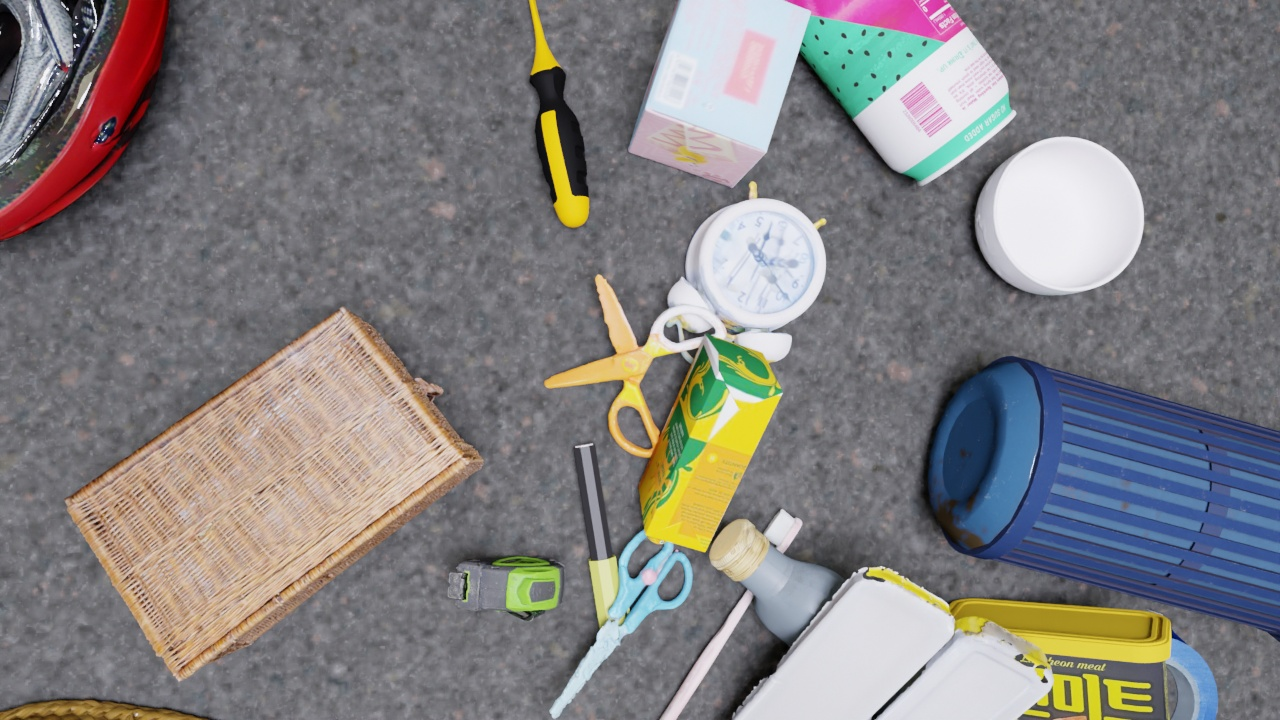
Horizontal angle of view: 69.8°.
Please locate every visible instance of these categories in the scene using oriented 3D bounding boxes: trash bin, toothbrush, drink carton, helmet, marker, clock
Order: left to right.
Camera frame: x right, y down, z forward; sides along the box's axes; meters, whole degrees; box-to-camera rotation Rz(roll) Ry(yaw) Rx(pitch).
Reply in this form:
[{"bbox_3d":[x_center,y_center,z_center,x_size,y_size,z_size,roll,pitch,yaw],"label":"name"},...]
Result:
[{"bbox_3d":[-0.370,-0.183,0.491,0.217,0.167,0.272,16,86,-6],"label":"helmet"},{"bbox_3d":[-0.060,-0.182,0.600,0.031,0.031,0.196,-13,85,17],"label":"toothbrush"},{"bbox_3d":[-0.025,0.116,0.596,0.021,0.017,0.124,-9,89,-8],"label":"marker"},{"bbox_3d":[0.038,0.053,0.564,0.041,0.058,0.123,19,111,-12],"label":"drink carton"},{"bbox_3d":[0.052,0.178,0.605,0.018,0.016,0.181,33,84,2],"label":"toothbrush"},{"bbox_3d":[0.069,-0.048,0.599,0.089,0.052,0.125,25,88,-5],"label":"clock"},{"bbox_3d":[0.322,0.087,0.581,0.249,0.139,0.139,15,86,-5],"label":"trash bin"}]

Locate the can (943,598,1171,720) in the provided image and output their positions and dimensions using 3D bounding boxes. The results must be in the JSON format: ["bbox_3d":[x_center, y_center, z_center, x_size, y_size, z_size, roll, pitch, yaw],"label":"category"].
[{"bbox_3d":[0.260,0.212,0.575,0.131,0.072,0.101,-4,90,31],"label":"can"}]

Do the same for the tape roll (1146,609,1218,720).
[{"bbox_3d":[0.352,0.235,0.638,0.093,0.016,0.091,-38,93,-7],"label":"tape roll"}]

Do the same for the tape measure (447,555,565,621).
[{"bbox_3d":[-0.077,0.141,0.566,0.059,0.065,0.036,2,84,17],"label":"tape measure"}]

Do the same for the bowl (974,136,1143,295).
[{"bbox_3d":[0.278,-0.094,0.624,0.105,0.054,0.105,0,86,-6],"label":"bowl"}]

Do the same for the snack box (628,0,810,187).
[{"bbox_3d":[0.047,-0.173,0.578,0.079,0.095,0.093,18,85,-7],"label":"snack box"}]

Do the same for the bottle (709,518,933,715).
[{"bbox_3d":[0.112,0.160,0.574,0.161,0.072,0.046,40,65,-11],"label":"bottle"}]

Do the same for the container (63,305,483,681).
[{"bbox_3d":[-0.199,0.072,0.529,0.198,0.114,0.112,-36,88,-9],"label":"container"}]

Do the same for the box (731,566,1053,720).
[{"bbox_3d":[0.133,0.215,0.552,0.127,0.023,0.210,27,123,-5],"label":"box"}]

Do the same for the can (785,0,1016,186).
[{"bbox_3d":[0.161,-0.202,0.596,0.088,0.088,0.166,-39,93,-7],"label":"can"}]

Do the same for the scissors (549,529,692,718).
[{"bbox_3d":[-0.014,0.167,0.580,0.056,0.015,0.136,48,67,-17],"label":"scissors"}]

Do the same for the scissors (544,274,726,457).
[{"bbox_3d":[-0.002,0.003,0.588,0.128,0.011,0.125,-18,102,14],"label":"scissors"}]

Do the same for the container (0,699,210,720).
[{"bbox_3d":[-0.312,0.352,0.465,0.307,0.196,0.307,0,89,-8],"label":"container"}]
